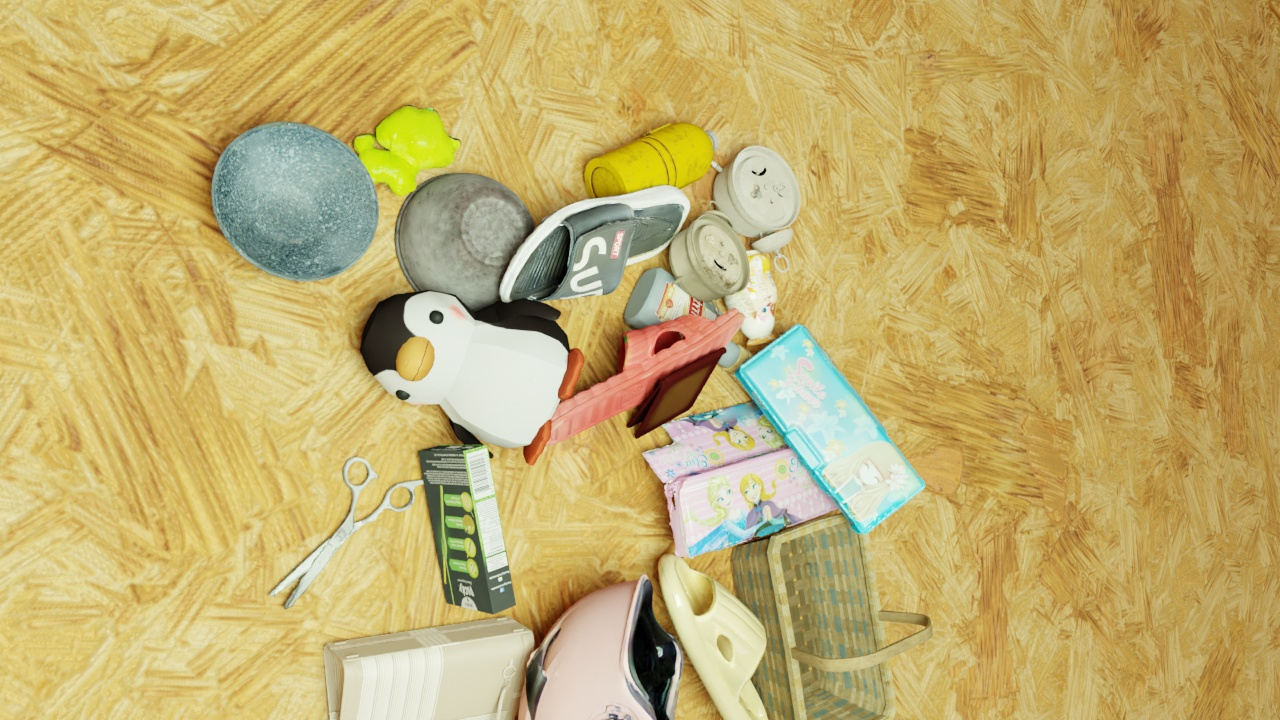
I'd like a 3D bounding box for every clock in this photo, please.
[{"bbox_3d":[0.075,-0.124,1.026,0.093,0.055,0.140,34,49,-31],"label":"clock"},{"bbox_3d":[0.141,-0.178,1.099,0.103,0.061,0.157,-20,88,-36],"label":"clock"}]

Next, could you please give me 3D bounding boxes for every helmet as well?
[{"bbox_3d":[-0.032,0.331,0.851,0.153,0.229,0.255,-6,96,10],"label":"helmet"}]

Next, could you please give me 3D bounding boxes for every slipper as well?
[{"bbox_3d":[-0.006,0.006,0.949,0.248,0.104,0.059,-29,74,-12],"label":"slipper"},{"bbox_3d":[0.099,0.307,0.981,0.079,0.111,0.261,-24,105,5],"label":"slipper"},{"bbox_3d":[-0.029,-0.111,0.926,0.063,0.111,0.263,41,38,18],"label":"slipper"}]

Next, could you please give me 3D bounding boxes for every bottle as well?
[{"bbox_3d":[0.022,-0.219,1.016,0.163,0.071,0.071,-32,102,-32],"label":"bottle"},{"bbox_3d":[0.060,-0.034,1.035,0.161,0.046,0.072,33,67,-27],"label":"bottle"},{"bbox_3d":[0.129,-0.072,1.073,0.063,0.063,0.109,-11,87,-34],"label":"bottle"}]

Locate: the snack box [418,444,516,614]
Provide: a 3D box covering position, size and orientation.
[{"bbox_3d":[-0.160,0.152,0.840,0.025,0.080,0.147,-13,95,-42],"label":"snack box"}]

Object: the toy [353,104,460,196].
[{"bbox_3d":[-0.223,-0.200,0.872,0.094,0.036,0.093,18,80,-24],"label":"toy"}]

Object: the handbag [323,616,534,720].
[{"bbox_3d":[-0.192,0.346,0.829,0.175,0.062,0.198,1,92,-34],"label":"handbag"}]

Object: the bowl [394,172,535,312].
[{"bbox_3d":[-0.156,-0.118,0.887,0.144,0.067,0.145,4,82,-33],"label":"bowl"}]

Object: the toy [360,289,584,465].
[{"bbox_3d":[-0.165,-0.004,0.852,0.184,0.140,0.159,21,106,-21],"label":"toy"}]

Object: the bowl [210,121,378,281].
[{"bbox_3d":[-0.303,-0.132,0.796,0.137,0.057,0.137,4,82,-33],"label":"bowl"}]

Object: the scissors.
[{"bbox_3d":[-0.255,0.156,0.822,0.117,0.014,0.161,23,70,-29],"label":"scissors"}]

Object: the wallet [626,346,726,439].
[{"bbox_3d":[0.037,0.034,0.974,0.091,0.116,0.018,-26,69,-33],"label":"wallet"}]

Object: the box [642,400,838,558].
[{"bbox_3d":[0.116,0.118,1.019,0.230,0.063,0.160,-11,70,-35],"label":"box"}]

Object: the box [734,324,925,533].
[{"bbox_3d":[0.230,0.061,1.037,0.169,0.085,0.227,-32,83,-41],"label":"box"}]

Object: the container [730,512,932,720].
[{"bbox_3d":[0.215,0.301,1.016,0.157,0.187,0.250,-9,90,-34],"label":"container"}]
